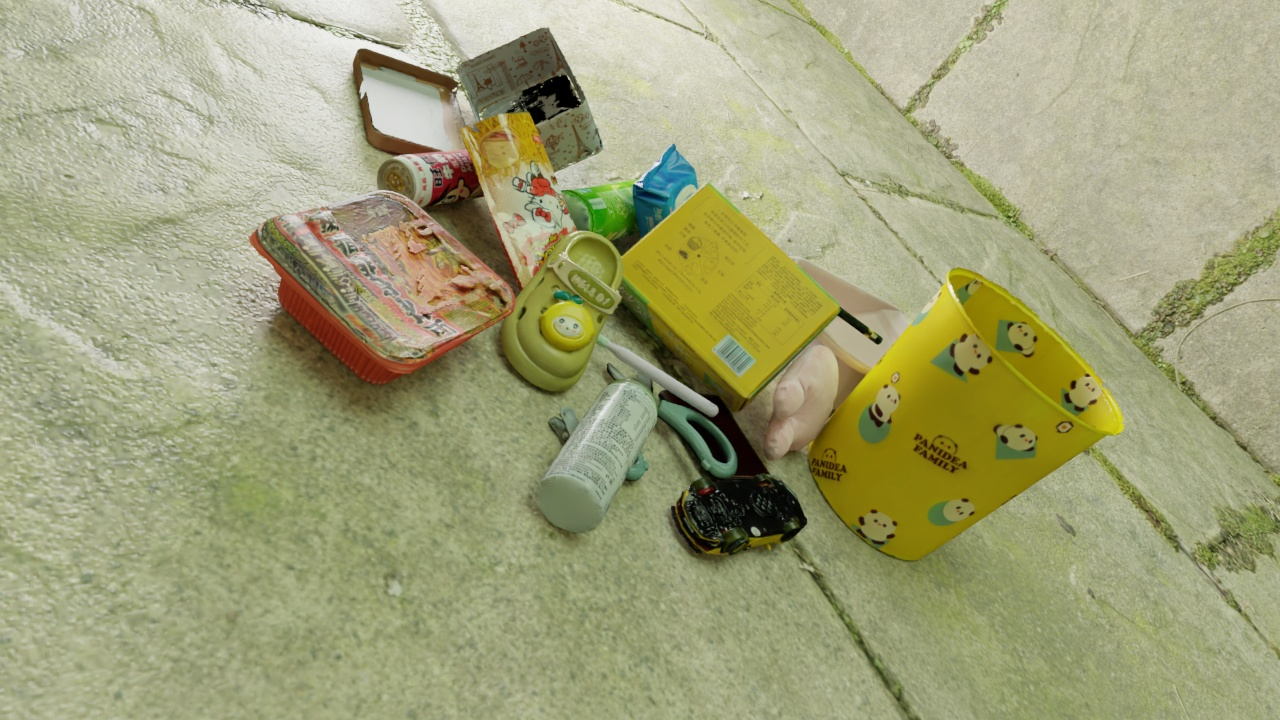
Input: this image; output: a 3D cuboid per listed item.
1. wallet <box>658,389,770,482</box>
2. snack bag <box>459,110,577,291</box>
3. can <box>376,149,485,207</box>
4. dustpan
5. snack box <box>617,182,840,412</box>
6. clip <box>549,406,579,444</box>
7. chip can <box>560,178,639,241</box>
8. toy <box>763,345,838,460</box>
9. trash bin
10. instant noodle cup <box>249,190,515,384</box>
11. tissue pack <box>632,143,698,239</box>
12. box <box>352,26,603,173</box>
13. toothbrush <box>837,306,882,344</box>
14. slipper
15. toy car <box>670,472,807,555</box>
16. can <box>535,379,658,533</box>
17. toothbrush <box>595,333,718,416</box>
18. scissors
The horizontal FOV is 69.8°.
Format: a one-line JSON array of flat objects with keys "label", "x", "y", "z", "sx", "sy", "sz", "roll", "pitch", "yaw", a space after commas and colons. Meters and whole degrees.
[{"label": "wallet", "x": 0.080, "y": 0.080, "z": 0.943, "sx": 0.096, "sy": 0.020, "sz": 0.122, "roll": 9, "pitch": 41, "yaw": -47}, {"label": "snack bag", "x": -0.113, "y": -0.149, "z": 0.953, "sx": 0.128, "sy": 0.073, "sz": 0.208, "roll": -25, "pitch": 92, "yaw": -57}, {"label": "can", "x": -0.209, "y": -0.189, "z": 0.953, "sx": 0.053, "sy": 0.053, "sz": 0.132, "roll": 45, "pitch": 31, "yaw": 10}, {"label": "dustpan", "x": 0.289, "y": -0.040, "z": 1.166, "sx": 0.273, "sy": 0.139, "sz": 0.222, "roll": -4, "pitch": 45, "yaw": -18}, {"label": "snack box", "x": 0.091, "y": -0.071, "z": 1.020, "sx": 0.157, "sy": 0.070, "sz": 0.210, "roll": -43, "pitch": 80, "yaw": -15}, {"label": "clip", "x": -0.060, "y": 0.069, "z": 0.811, "sx": 0.024, "sy": 0.030, "sz": 0.057, "roll": -15, "pitch": 69, "yaw": -51}, {"label": "chip can", "x": -0.037, "y": -0.179, "z": 1.109, "sx": 0.072, "sy": 0.073, "sz": 0.220, "roll": 46, "pitch": 30, "yaw": 11}, {"label": "toy", "x": 0.171, "y": 0.047, "z": 0.991, "sx": 0.054, "sy": 0.121, "sz": 0.159, "roll": 18, "pitch": 20, "yaw": 24}, {"label": "trash bin", "x": 0.334, "y": 0.070, "z": 0.996, "sx": 0.229, "sy": 0.256, "sz": 0.229, "roll": 27, "pitch": 32, "yaw": -19}, {"label": "instant noodle cup", "x": -0.209, "y": -0.057, "z": 0.753, "sx": 0.164, "sy": 0.079, "sz": 0.188, "roll": 42, "pitch": 32, "yaw": 5}, {"label": "tissue pack", "x": 0.038, "y": -0.173, "z": 1.115, "sx": 0.052, "sy": 0.157, "sz": 0.094, "roll": 9, "pitch": 41, "yaw": 27}, {"label": "box", "x": -0.192, "y": -0.295, "z": 1.079, "sx": 0.273, "sy": 0.124, "sz": 0.178, "roll": -9, "pitch": 50, "yaw": -18}, {"label": "toothbrush", "x": 0.221, "y": -0.072, "z": 1.100, "sx": 0.185, "sy": 0.012, "sz": 0.017, "roll": 33, "pitch": 19, "yaw": -19}, {"label": "slipper", "x": -0.064, "y": -0.062, "z": 0.875, "sx": 0.091, "sy": 0.082, "sz": 0.190, "roll": 32, "pitch": 53, "yaw": -11}, {"label": "toy car", "x": 0.096, "y": 0.144, "z": 0.852, "sx": 0.155, "sy": 0.041, "sz": 0.071, "roll": 0, "pitch": 48, "yaw": -45}, {"label": "can", "x": -0.033, "y": 0.076, "z": 0.769, "sx": 0.058, "sy": 0.058, "sz": 0.146, "roll": 37, "pitch": 38, "yaw": -4}, {"label": "toothbrush", "x": -0.005, "y": 0.005, "z": 0.915, "sx": 0.189, "sy": 0.021, "sz": 0.029, "roll": 30, "pitch": 25, "yaw": 6}, {"label": "scissors", "x": 0.027, "y": 0.065, "z": 0.885, "sx": 0.179, "sy": 0.019, "sz": 0.172, "roll": 19, "pitch": 34, "yaw": -10}]
